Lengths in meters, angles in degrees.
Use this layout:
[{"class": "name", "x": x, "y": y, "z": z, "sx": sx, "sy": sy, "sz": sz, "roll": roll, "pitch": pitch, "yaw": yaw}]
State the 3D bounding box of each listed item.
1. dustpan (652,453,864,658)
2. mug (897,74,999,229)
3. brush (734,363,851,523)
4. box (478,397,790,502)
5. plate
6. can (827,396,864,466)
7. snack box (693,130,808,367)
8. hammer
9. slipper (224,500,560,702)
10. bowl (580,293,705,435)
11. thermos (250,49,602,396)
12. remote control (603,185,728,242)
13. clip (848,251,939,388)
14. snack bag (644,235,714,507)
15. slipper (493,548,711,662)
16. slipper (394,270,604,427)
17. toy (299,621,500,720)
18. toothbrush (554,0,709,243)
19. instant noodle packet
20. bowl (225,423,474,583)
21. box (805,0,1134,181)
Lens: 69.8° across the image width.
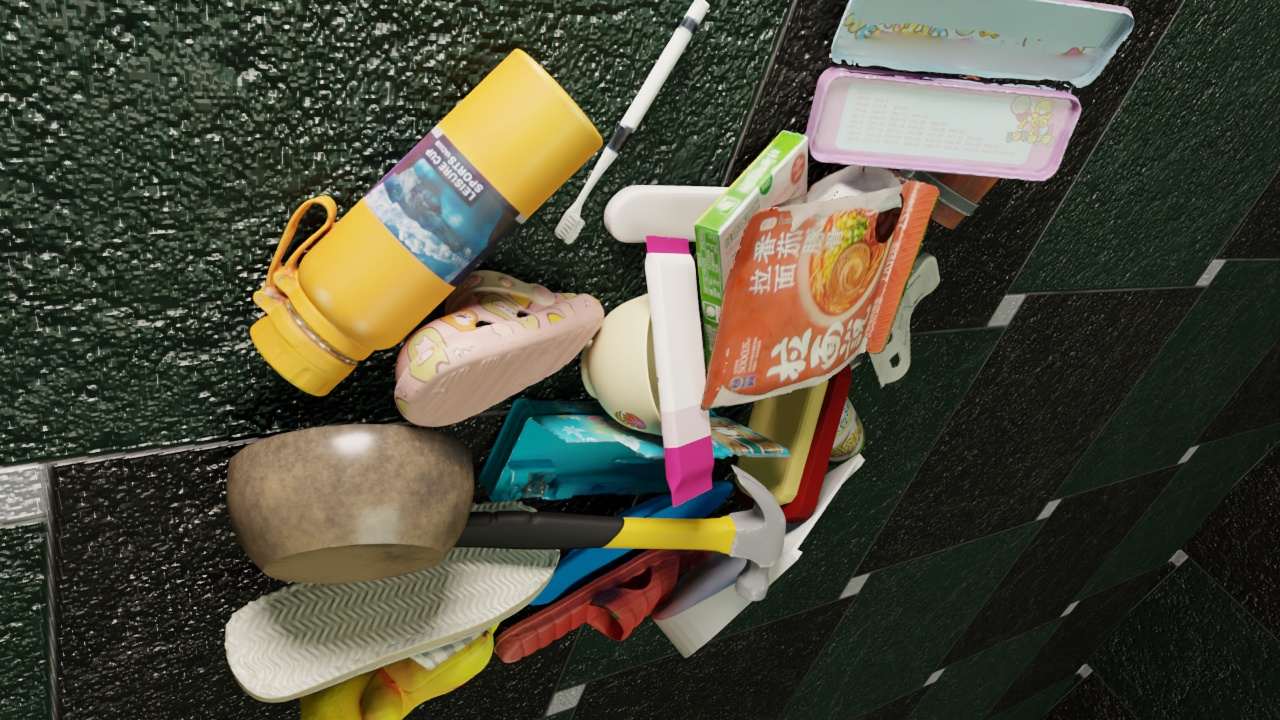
[{"class": "dustpan", "x": 0.121, "y": 0.219, "z": 0.958, "sx": 0.259, "sy": 0.053, "sz": 0.191, "roll": -41, "pitch": 177, "yaw": 39}, {"class": "mug", "x": 0.265, "y": -0.184, "z": 0.786, "sx": 0.117, "sy": 0.081, "sz": 0.111, "roll": 21, "pitch": 117, "yaw": -29}, {"class": "brush", "x": 0.138, "y": 0.066, "z": 0.867, "sx": 0.041, "sy": 0.082, "sz": 0.173, "roll": 15, "pitch": 91, "yaw": -43}, {"class": "box", "x": -0.006, "y": 0.069, "z": 0.792, "sx": 0.226, "sy": 0.086, "sz": 0.169, "roll": 4, "pitch": 159, "yaw": -41}, {"class": "plate", "x": -0.013, "y": 0.169, "z": 0.884, "sx": 0.224, "sy": 0.024, "sz": 0.225, "roll": -27, "pitch": 162, "yaw": -10}, {"class": "can", "x": 0.187, "y": 0.058, "z": 0.948, "sx": 0.067, "sy": 0.067, "sz": 0.121, "roll": -41, "pitch": 142, "yaw": 0}, {"class": "snack box", "x": 0.092, "y": -0.078, "z": 0.738, "sx": 0.131, "sy": 0.027, "sz": 0.168, "roll": -48, "pitch": 148, "yaw": -30}, {"class": "hammer", "x": -0.031, "y": 0.141, "z": 0.753, "sx": 0.323, "sy": 0.029, "sz": 0.127, "roll": 4, "pitch": 117, "yaw": -16}, {"class": "slipper", "x": -0.186, "y": 0.188, "z": 0.726, "sx": 0.271, "sy": 0.114, "sz": 0.054, "roll": -18, "pitch": 144, "yaw": -39}, {"class": "bowl", "x": -0.004, "y": 0.004, "z": 0.728, "sx": 0.074, "sy": 0.117, "sz": 0.118, "roll": -5, "pitch": 149, "yaw": 25}, {"class": "thermos", "x": -0.136, "y": -0.084, "z": 0.555, "sx": 0.233, "sy": 0.091, "sz": 0.076, "roll": -43, "pitch": 170, "yaw": 3}, {"class": "remote control", "x": 0.032, "y": -0.112, "z": 0.704, "sx": 0.136, "sy": 0.013, "sz": 0.043, "roll": -6, "pitch": 130, "yaw": -35}, {"class": "clip", "x": 0.243, "y": -0.038, "z": 0.897, "sx": 0.152, "sy": 0.105, "sz": 0.126, "roll": -32, "pitch": 144, "yaw": 4}, {"class": "snack bag", "x": 0.029, "y": 0.006, "z": 0.687, "sx": 0.070, "sy": 0.016, "sz": 0.196, "roll": -12, "pitch": 97, "yaw": -62}, {"class": "slipper", "x": -0.030, "y": 0.260, "z": 0.951, "sx": 0.248, "sy": 0.059, "sz": 0.104, "roll": -25, "pitch": 156, "yaw": -13}, {"class": "slipper", "x": -0.105, "y": -0.018, "z": 0.637, "sx": 0.093, "sy": 0.081, "sz": 0.196, "roll": -47, "pitch": 168, "yaw": 29}, {"class": "toy", "x": -0.210, "y": 0.269, "z": 0.810, "sx": 0.194, "sy": 0.087, "sz": 0.134, "roll": -38, "pitch": -176, "yaw": 3}, {"class": "toothbrush", "x": -0.006, "y": -0.159, "z": 0.625, "sx": 0.012, "sy": 0.017, "sz": 0.187, "roll": 12, "pitch": 118, "yaw": -49}, {"class": "instant noodle packet", "x": 0.127, "y": -0.061, "z": 0.726, "sx": 0.220, "sy": 0.084, "sz": 0.165, "roll": -21, "pitch": 134, "yaw": -43}, {"class": "bowl", "x": -0.192, "y": 0.103, "z": 0.619, "sx": 0.162, "sy": 0.070, "sz": 0.162, "roll": -7, "pitch": 157, "yaw": -3}, {"class": "box", "x": 0.243, "y": -0.211, "z": 0.695, "sx": 0.214, "sy": 0.040, "sz": 0.152, "roll": 3, "pitch": 137, "yaw": -9}]
